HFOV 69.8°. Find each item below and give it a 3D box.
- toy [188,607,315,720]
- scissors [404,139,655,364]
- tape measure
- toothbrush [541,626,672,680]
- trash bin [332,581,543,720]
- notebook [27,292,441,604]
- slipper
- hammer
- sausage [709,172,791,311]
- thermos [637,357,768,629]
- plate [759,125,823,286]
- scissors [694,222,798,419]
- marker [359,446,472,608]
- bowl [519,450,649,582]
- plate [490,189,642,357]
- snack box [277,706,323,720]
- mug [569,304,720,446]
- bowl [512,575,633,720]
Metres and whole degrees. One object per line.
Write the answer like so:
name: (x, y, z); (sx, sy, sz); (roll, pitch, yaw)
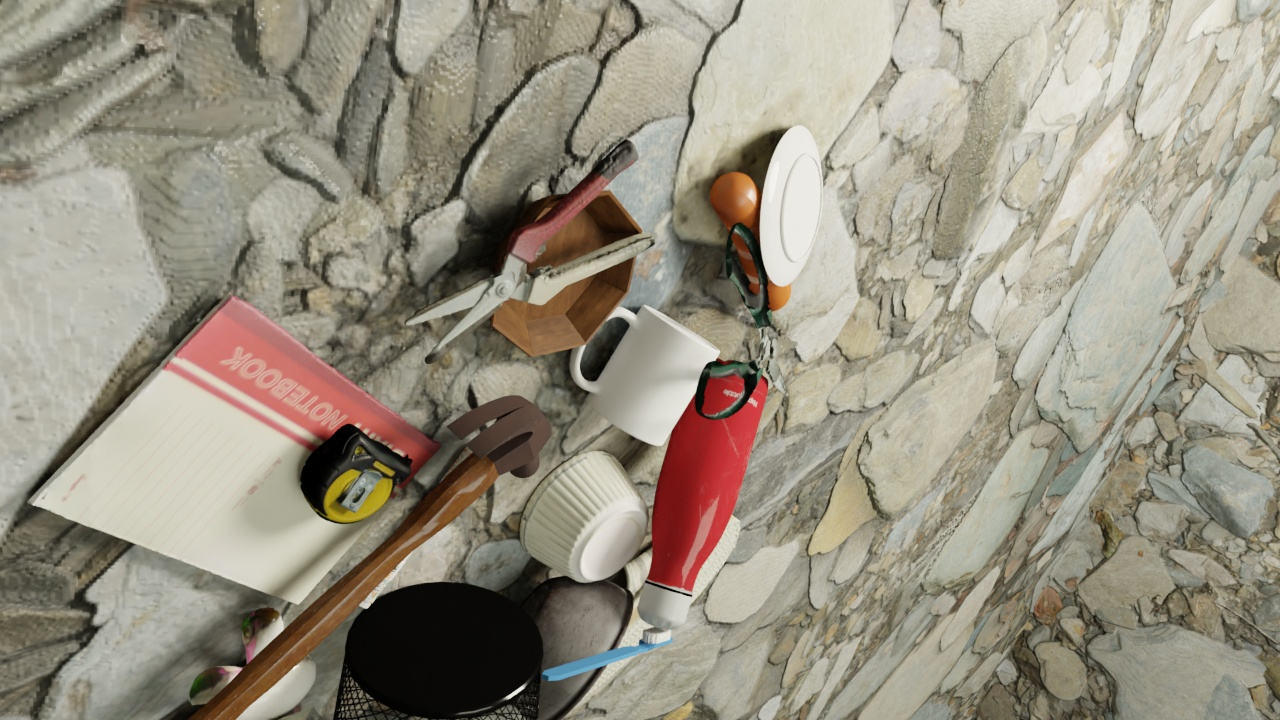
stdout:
toy: (-0.271, 0.233, 0.651); (0.079, 0.038, 0.123); (-39, 140, -35)
scissors: (-0.059, -0.071, 0.609); (0.179, 0.015, 0.187); (6, 115, -49)
tape measure: (-0.188, 0.078, 0.598); (0.061, 0.034, 0.061); (-50, 144, -4)
toothbrush: (-0.023, 0.235, 0.740); (0.166, 0.016, 0.014); (8, 88, -55)
trash bin: (-0.161, 0.303, 0.719); (0.183, 0.184, 0.210); (-11, 121, -43)
notebook: (-0.235, 0.067, 0.577); (0.153, 0.012, 0.209); (-49, 144, -7)
slipper: (0.001, 0.251, 0.947); (0.272, 0.054, 0.115); (-40, 146, -25)
hammer: (-0.184, 0.144, 0.622); (0.322, 0.033, 0.115); (-44, 162, -18)
sausage: (0.097, -0.100, 0.780); (0.044, 0.039, 0.164); (-54, 145, -16)
thermos: (0.049, 0.117, 0.811); (0.073, 0.073, 0.239); (32, 71, -54)
plate: (0.133, -0.129, 0.777); (0.134, 0.011, 0.135); (-29, 124, -54)
scissors: (0.089, 0.002, 0.759); (0.206, 0.015, 0.179); (58, 46, -46)
marker: (-0.167, 0.125, 0.693); (0.145, 0.017, 0.017); (-53, 144, -1)
bowl: (-0.042, 0.144, 0.807); (0.115, 0.062, 0.115); (-28, 136, -30)
plate: (-0.057, -0.065, 0.652); (0.131, 0.025, 0.131); (-28, 137, -30)
snack box: (-0.294, 0.328, 0.631); (0.146, 0.041, 0.143); (-4, 120, -48)
mug: (-0.004, 0.004, 0.738); (0.110, 0.074, 0.090); (28, 98, -28)
bowl: (-0.077, 0.246, 0.817); (0.145, 0.067, 0.145); (-49, -172, 10)
